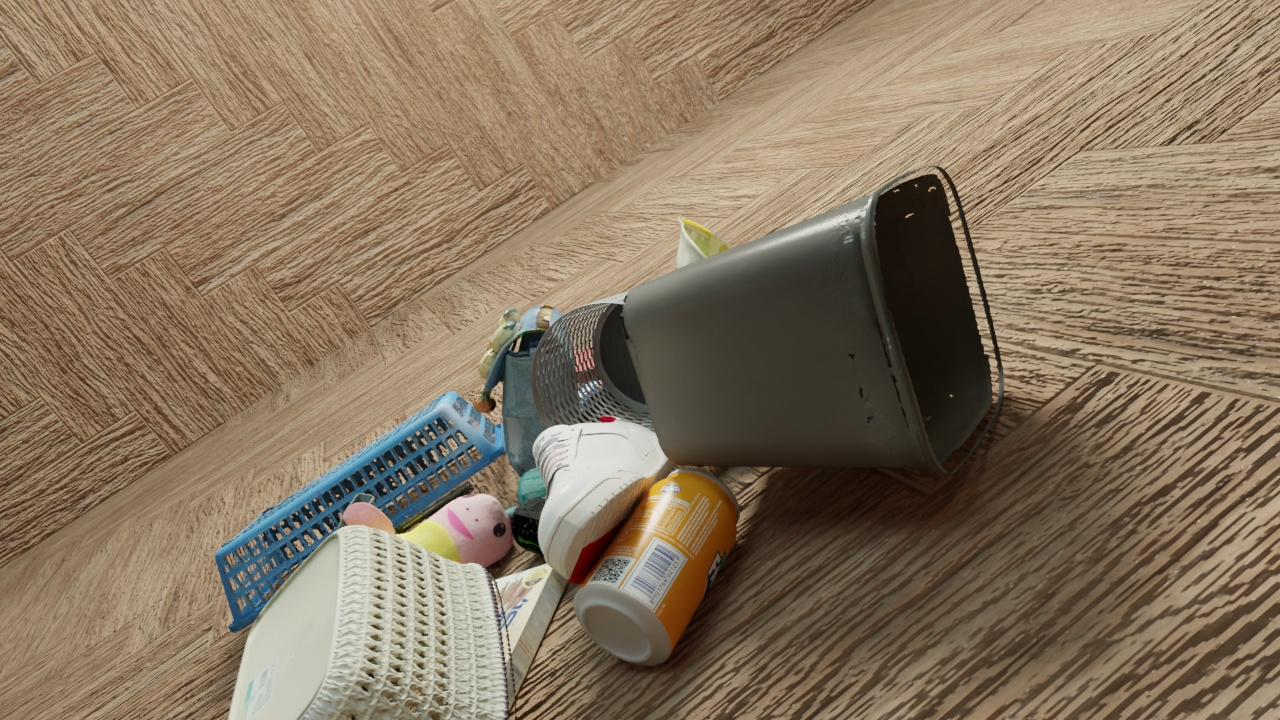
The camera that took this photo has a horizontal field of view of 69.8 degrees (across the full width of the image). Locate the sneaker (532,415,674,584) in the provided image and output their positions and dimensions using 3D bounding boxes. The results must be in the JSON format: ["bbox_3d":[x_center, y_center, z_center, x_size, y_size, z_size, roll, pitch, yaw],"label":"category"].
[{"bbox_3d":[-0.049,0.097,0.747,0.090,0.104,0.236,-68,-13,18],"label":"sneaker"}]

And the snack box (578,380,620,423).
[{"bbox_3d":[-0.042,0.036,1.161,0.150,0.027,0.082,-40,21,-26],"label":"snack box"}]

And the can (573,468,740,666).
[{"bbox_3d":[0.016,0.151,0.688,0.079,0.079,0.142,-15,25,41],"label":"can"}]

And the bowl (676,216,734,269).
[{"bbox_3d":[0.106,-0.069,0.992,0.060,0.219,0.188,-53,-26,17],"label":"bowl"}]

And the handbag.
[{"bbox_3d":[-0.128,0.036,1.025,0.118,0.192,0.121,1,20,-3],"label":"handbag"}]

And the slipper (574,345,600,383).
[{"bbox_3d":[0.027,0.002,1.089,0.249,0.059,0.103,-10,23,15],"label":"slipper"}]

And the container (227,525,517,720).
[{"bbox_3d":[-0.192,0.234,0.646,0.185,0.143,0.251,-48,26,9],"label":"container"}]

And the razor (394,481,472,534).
[{"bbox_3d":[-0.254,0.183,1.131,0.105,0.026,0.042,-33,16,-17],"label":"razor"}]

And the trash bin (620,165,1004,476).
[{"bbox_3d":[0.126,-0.017,0.699,0.221,0.197,0.196,-11,10,37],"label":"trash bin"}]

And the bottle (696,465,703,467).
[{"bbox_3d":[0.111,0.035,0.867,0.176,0.062,0.062,-37,19,-17],"label":"bottle"}]

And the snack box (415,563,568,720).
[{"bbox_3d":[-0.121,0.236,0.772,0.082,0.026,0.149,-23,20,27],"label":"snack box"}]

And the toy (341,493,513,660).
[{"bbox_3d":[-0.222,0.212,0.883,0.190,0.088,0.237,27,51,24],"label":"toy"}]

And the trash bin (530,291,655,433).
[{"bbox_3d":[-0.005,0.006,0.938,0.157,0.156,0.183,-25,4,19],"label":"trash bin"}]

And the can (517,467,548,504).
[{"bbox_3d":[-0.073,0.128,0.928,0.102,0.055,0.054,-19,22,34],"label":"can"}]

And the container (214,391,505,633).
[{"bbox_3d":[-0.343,0.163,1.135,0.362,0.089,0.257,-34,7,-6],"label":"container"}]

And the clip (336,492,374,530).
[{"bbox_3d":[-0.290,0.203,0.940,0.031,0.164,0.172,4,38,22],"label":"clip"}]

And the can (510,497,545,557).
[{"bbox_3d":[-0.072,0.159,0.848,0.053,0.054,0.138,-41,21,-27],"label":"can"}]

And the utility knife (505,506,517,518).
[{"bbox_3d":[-0.159,0.176,1.007,0.147,0.015,0.022,-26,-13,11],"label":"utility knife"}]
